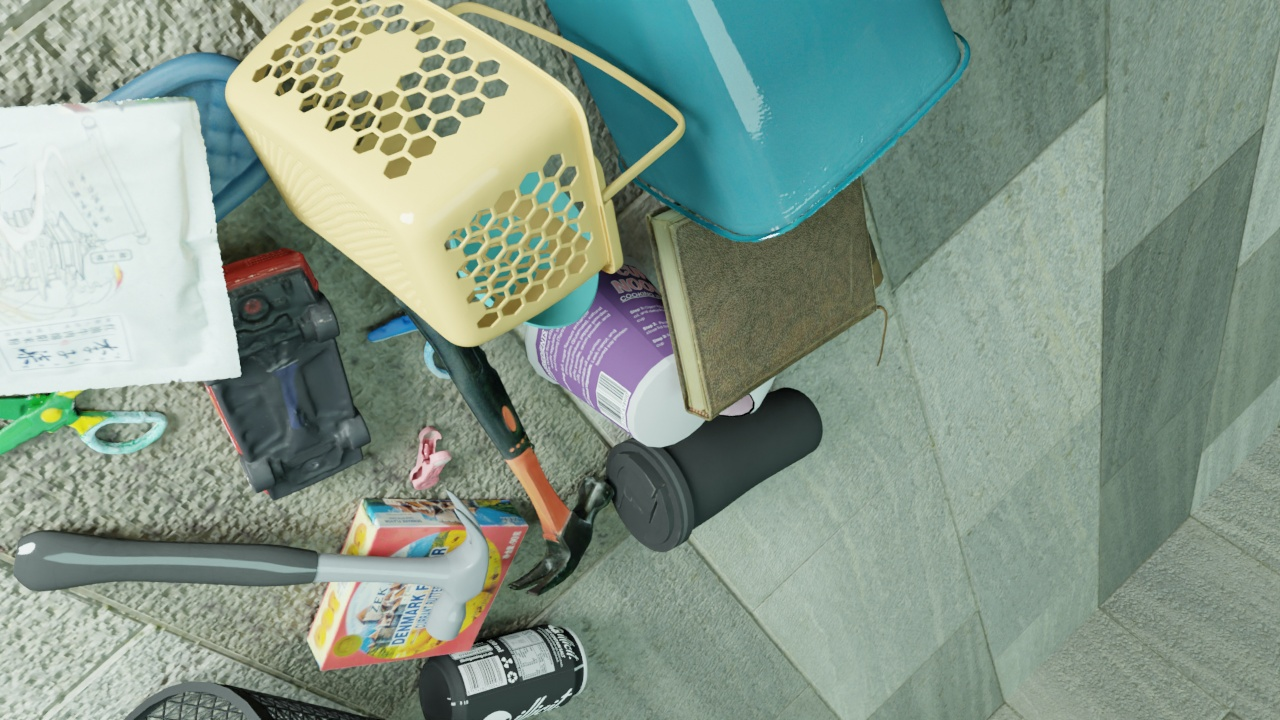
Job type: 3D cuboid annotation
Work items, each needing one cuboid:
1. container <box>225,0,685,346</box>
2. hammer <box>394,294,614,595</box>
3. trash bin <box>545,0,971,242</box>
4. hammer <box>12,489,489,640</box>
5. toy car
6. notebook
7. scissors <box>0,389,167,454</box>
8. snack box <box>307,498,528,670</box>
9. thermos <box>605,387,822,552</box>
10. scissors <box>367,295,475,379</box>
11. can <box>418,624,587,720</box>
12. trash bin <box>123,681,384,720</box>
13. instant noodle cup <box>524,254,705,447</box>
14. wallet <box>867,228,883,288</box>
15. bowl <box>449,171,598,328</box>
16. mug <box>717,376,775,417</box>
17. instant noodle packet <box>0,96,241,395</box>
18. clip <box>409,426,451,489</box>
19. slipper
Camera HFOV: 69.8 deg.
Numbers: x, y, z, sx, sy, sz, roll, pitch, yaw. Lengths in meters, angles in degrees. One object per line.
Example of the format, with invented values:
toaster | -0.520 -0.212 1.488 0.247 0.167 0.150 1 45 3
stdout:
container | -0.091 -0.121 0.474 0.166 0.183 0.129 -43 151 -20
hammer | -0.102 0.058 0.705 0.132 0.033 0.333 -60 145 -35
trash bin | 0.043 -0.226 0.527 0.196 0.199 0.218 -43 133 -6
hammer | -0.251 0.141 0.640 0.310 0.029 0.125 11 113 -32
toy car | -0.227 0.016 0.580 0.081 0.056 0.190 -24 141 -23
notebook | 0.104 -0.047 0.677 0.214 0.035 0.190 -30 116 -36
scissors | -0.338 0.035 0.534 0.129 0.012 0.117 -37 139 -13
snack box | -0.184 0.183 0.762 0.144 0.040 0.143 8 115 -44
thermos | 0.075 0.094 0.874 0.218 0.106 0.106 -22 134 -34
scissors | -0.135 -0.037 0.652 0.125 0.013 0.130 -24 132 -27
can | -0.130 0.303 0.874 0.145 0.080 0.080 -2 123 -40
trash bin | -0.270 0.375 0.726 0.217 0.217 0.243 -49 146 2
instant noodle cup | -0.004 0.004 0.710 0.121 0.122 0.137 -33 137 -17
wallet | 0.178 -0.076 0.879 0.121 0.027 0.099 -41 136 -5
bowl | -0.089 -0.070 0.618 0.121 0.121 0.046 7 156 -44
mug | 0.074 -0.010 0.787 0.124 0.090 0.076 83 24 -59
instant noodle packet | -0.331 -0.037 0.406 0.268 0.057 0.147 -8 121 -20
clip | -0.165 0.074 0.710 0.023 0.050 0.059 -6 167 -35
slipper | -0.272 -0.073 0.469 0.213 0.059 0.104 -44 137 -6
